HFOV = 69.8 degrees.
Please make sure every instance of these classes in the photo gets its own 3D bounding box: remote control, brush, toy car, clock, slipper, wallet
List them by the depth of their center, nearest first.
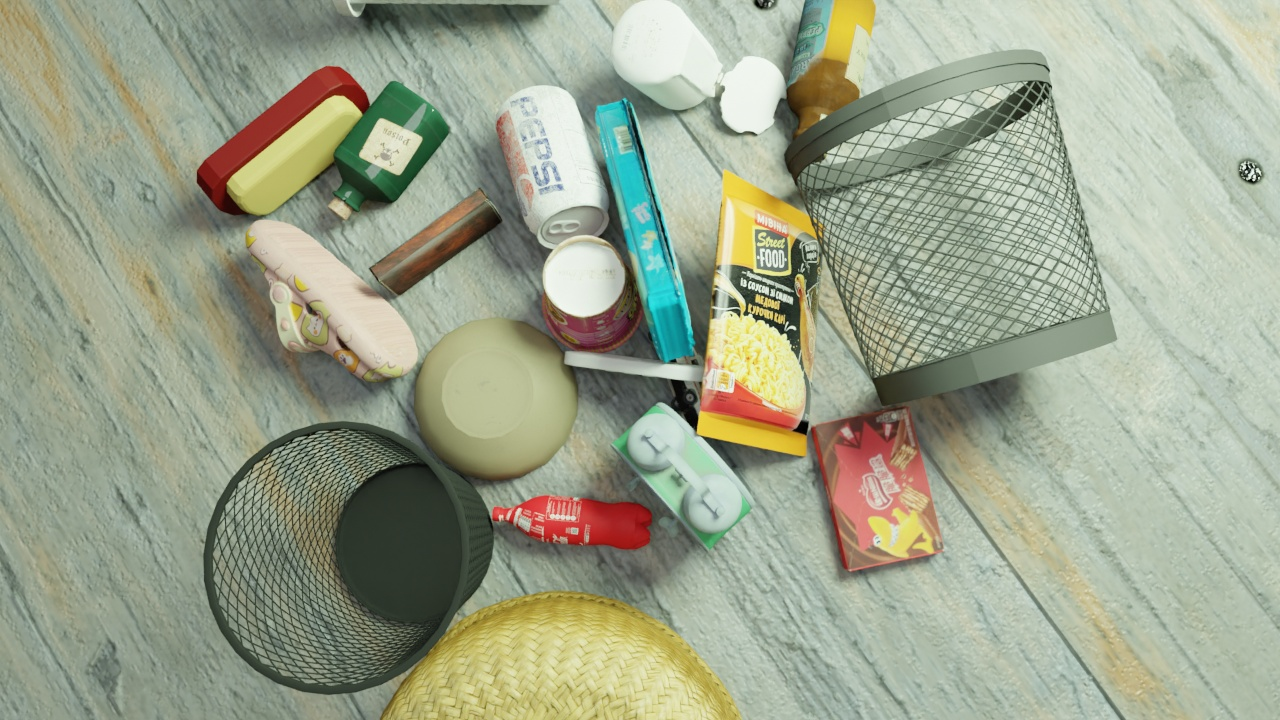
[{"bbox_3d":[0.032,0.097,0.760,0.075,0.162,0.122,-42,82,-6],"label":"clock"},{"bbox_3d":[-0.005,0.005,0.806,0.137,0.043,0.013,7,94,25],"label":"remote control"},{"bbox_3d":[-0.290,-0.043,0.835,0.197,0.093,0.082,44,105,9],"label":"slipper"},{"bbox_3d":[0.041,0.007,0.838,0.039,0.039,0.113,-15,80,-22],"label":"toy car"},{"bbox_3d":[-0.185,-0.107,0.841,0.123,0.072,0.019,-37,82,-3],"label":"wallet"},{"bbox_3d":[-0.324,-0.196,0.852,0.173,0.082,0.042,-41,83,-4],"label":"brush"}]

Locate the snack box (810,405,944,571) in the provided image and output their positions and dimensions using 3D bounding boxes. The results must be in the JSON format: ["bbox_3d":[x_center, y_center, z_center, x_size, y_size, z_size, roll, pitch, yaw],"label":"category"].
[{"bbox_3d":[0.212,0.114,0.823,0.089,0.021,0.133,-12,82,-1],"label":"snack box"}]

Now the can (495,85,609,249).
[{"bbox_3d":[-0.079,-0.175,0.831,0.078,0.078,0.136,-18,67,-1],"label":"can"}]

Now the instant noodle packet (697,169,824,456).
[{"bbox_3d":[0.109,-0.035,0.796,0.032,0.159,0.220,-1,79,42],"label":"instant noodle packet"}]

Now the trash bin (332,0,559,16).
[{"bbox_3d":[-0.169,-0.407,0.837,0.199,0.196,0.195,4,82,-8],"label":"trash bin"}]

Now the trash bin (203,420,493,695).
[{"bbox_3d":[-0.208,0.150,0.734,0.184,0.210,0.184,0,82,1],"label":"trash bin"}]

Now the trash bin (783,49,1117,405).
[{"bbox_3d":[0.258,-0.098,0.761,0.218,0.218,0.227,-16,86,-1],"label":"trash bin"}]

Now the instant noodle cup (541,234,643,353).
[{"bbox_3d":[-0.046,-0.062,0.812,0.098,0.108,0.097,0,82,2],"label":"instant noodle cup"}]

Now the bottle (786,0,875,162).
[{"bbox_3d":[0.173,-0.262,0.856,0.068,0.068,0.157,12,82,3],"label":"bottle"}]

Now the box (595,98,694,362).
[{"bbox_3d":[0.006,-0.115,0.789,0.041,0.094,0.226,-15,59,2],"label":"box"}]

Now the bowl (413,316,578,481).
[{"bbox_3d":[-0.134,0.032,0.830,0.152,0.050,0.152,0,82,2],"label":"bowl"}]

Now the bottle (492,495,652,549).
[{"bbox_3d":[-0.061,0.143,0.816,0.141,0.042,0.042,5,82,2],"label":"bottle"}]

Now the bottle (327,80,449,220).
[{"bbox_3d":[-0.244,-0.189,0.859,0.061,0.061,0.131,35,84,8],"label":"bottle"}]

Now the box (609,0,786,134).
[{"bbox_3d":[0.057,-0.265,0.843,0.142,0.140,0.083,16,96,19],"label":"box"}]

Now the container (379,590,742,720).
[{"bbox_3d":[-0.067,0.335,0.714,0.307,0.197,0.306,0,80,1],"label":"container"}]
